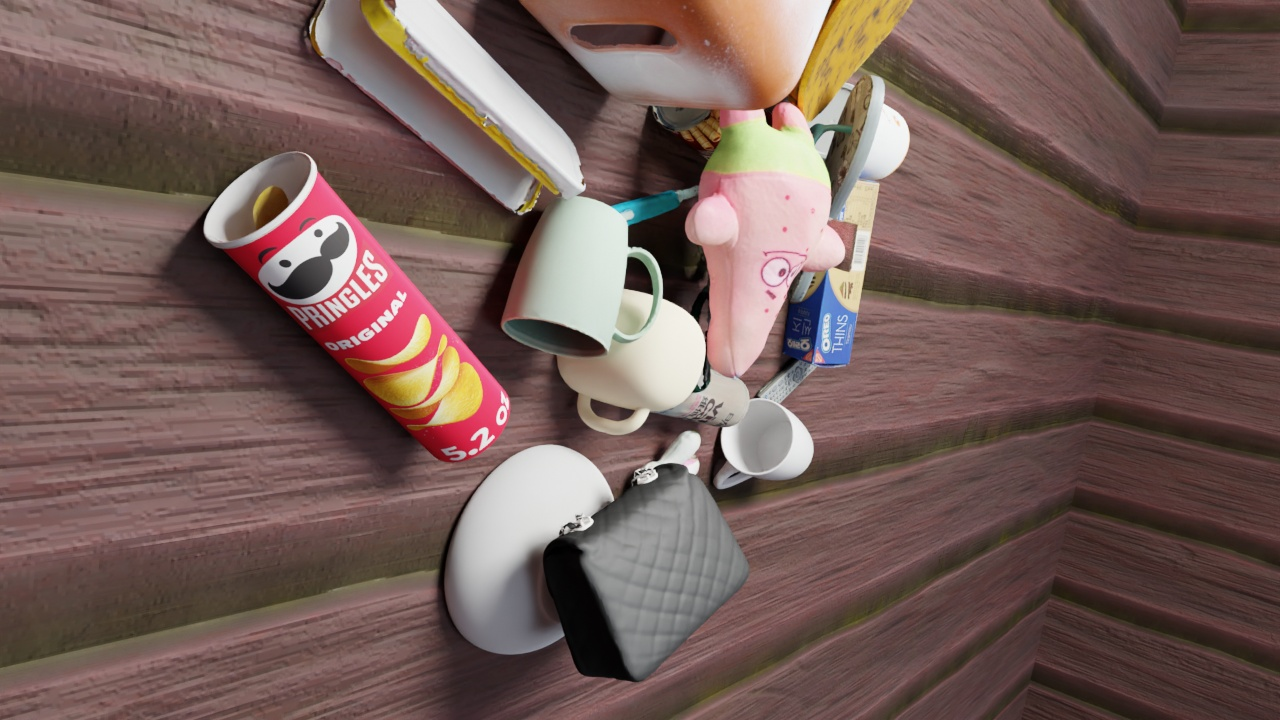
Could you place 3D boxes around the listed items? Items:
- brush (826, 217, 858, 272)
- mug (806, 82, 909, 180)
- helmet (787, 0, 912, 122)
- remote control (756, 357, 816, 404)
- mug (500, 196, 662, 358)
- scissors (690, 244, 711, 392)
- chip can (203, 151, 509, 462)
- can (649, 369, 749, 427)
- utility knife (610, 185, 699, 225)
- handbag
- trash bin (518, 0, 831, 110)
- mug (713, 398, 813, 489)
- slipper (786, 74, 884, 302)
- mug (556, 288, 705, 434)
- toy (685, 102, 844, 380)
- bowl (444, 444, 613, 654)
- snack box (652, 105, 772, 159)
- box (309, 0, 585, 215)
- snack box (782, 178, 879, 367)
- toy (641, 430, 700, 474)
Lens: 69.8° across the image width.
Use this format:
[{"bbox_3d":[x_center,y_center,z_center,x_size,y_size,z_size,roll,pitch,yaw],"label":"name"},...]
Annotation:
[{"bbox_3d":[0.133,-0.122,0.848,0.008,0.143,0.045,-31,133,-43],"label":"brush"},{"bbox_3d":[0.229,-0.243,0.982,0.105,0.082,0.082,5,98,-51],"label":"mug"},{"bbox_3d":[0.158,-0.341,0.813,0.254,0.131,0.206,-47,166,-40],"label":"helmet"},{"bbox_3d":[0.175,0.018,1.058,0.136,0.013,0.033,-40,131,-37],"label":"remote control"},{"bbox_3d":[-0.037,-0.058,0.688,0.111,0.084,0.104,18,74,-13],"label":"mug"},{"bbox_3d":[0.075,-0.034,0.867,0.202,0.015,0.203,57,37,-47],"label":"scissors"},{"bbox_3d":[-0.162,-0.022,0.566,0.069,0.069,0.221,-57,140,-22],"label":"chip can"},{"bbox_3d":[0.048,0.030,0.867,0.135,0.054,0.054,17,88,-53],"label":"can"},{"bbox_3d":[0.022,-0.137,0.806,0.176,0.015,0.022,-24,121,-44],"label":"utility knife"},{"bbox_3d":[-0.010,0.160,0.721,0.153,0.115,0.125,-29,100,-40],"label":"handbag"},{"bbox_3d":[0.046,-0.317,0.642,0.157,0.182,0.259,36,73,-53],"label":"trash bin"},{"bbox_3d":[0.128,0.100,0.988,0.114,0.081,0.087,-44,150,11],"label":"mug"},{"bbox_3d":[0.172,-0.171,0.906,0.269,0.055,0.098,103,-2,-51],"label":"slipper"},{"bbox_3d":[-0.004,0.004,0.752,0.096,0.100,0.120,28,79,-52],"label":"mug"},{"bbox_3d":[0.096,-0.100,0.757,0.191,0.097,0.237,1,102,-44],"label":"toy"},{"bbox_3d":[-0.072,0.161,0.748,0.176,0.066,0.177,-21,118,-47],"label":"bowl"},{"bbox_3d":[0.072,-0.208,0.800,0.121,0.072,0.072,20,86,-53],"label":"snack box"},{"bbox_3d":[-0.113,-0.172,0.598,0.210,0.070,0.067,36,53,-52],"label":"box"},{"bbox_3d":[0.208,-0.098,1.014,0.057,0.056,0.207,1,103,-30],"label":"snack box"},{"bbox_3d":[0.019,0.121,0.876,0.122,0.038,0.079,-49,148,-31],"label":"toy"}]
